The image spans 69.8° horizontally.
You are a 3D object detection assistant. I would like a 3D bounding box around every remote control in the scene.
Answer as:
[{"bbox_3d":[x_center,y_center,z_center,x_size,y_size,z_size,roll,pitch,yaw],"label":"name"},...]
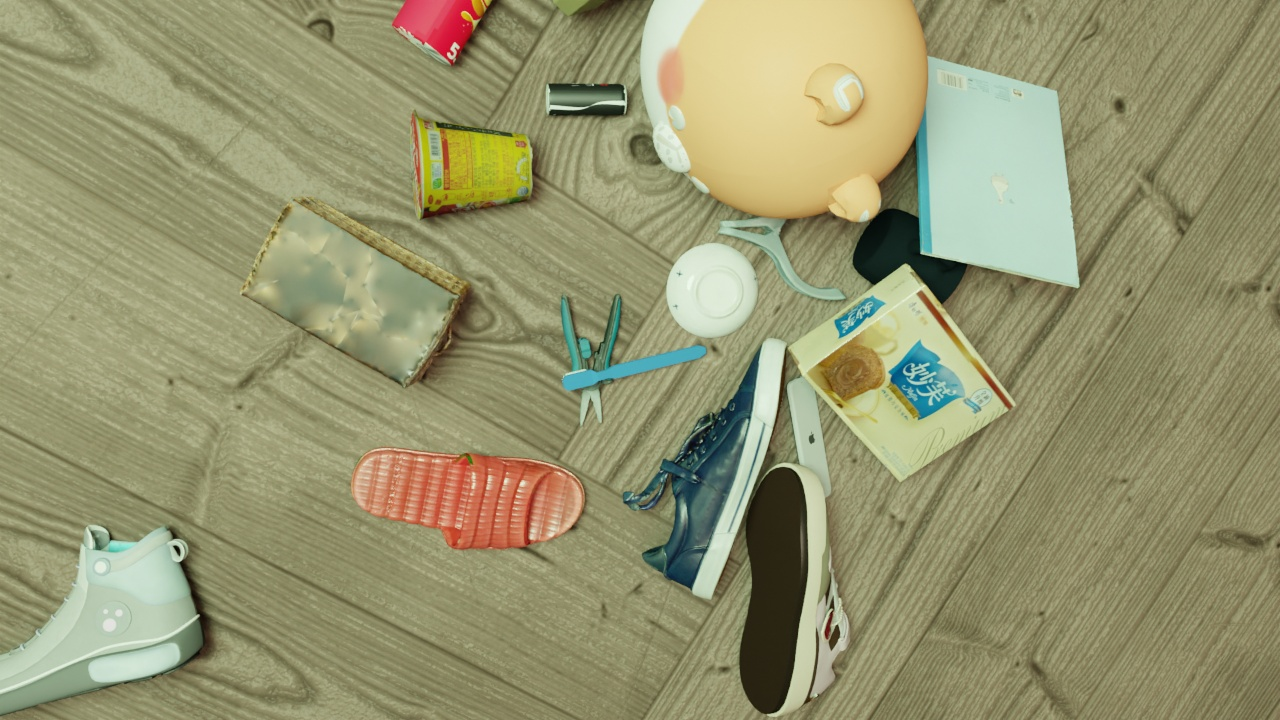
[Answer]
[{"bbox_3d":[0.191,0.090,1.037,0.045,0.008,0.147,-21,104,-43],"label":"remote control"}]

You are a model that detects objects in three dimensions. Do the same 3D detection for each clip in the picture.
[{"bbox_3d":[0.182,-0.117,1.007,0.168,0.031,0.164,-24,100,-4],"label":"clip"}]

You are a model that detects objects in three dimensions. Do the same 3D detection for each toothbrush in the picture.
[{"bbox_3d":[-0.006,0.006,0.992,0.166,0.014,0.016,-14,107,-20],"label":"toothbrush"}]

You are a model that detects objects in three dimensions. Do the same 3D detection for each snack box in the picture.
[{"bbox_3d":[0.282,0.018,0.983,0.153,0.055,0.207,-38,119,16],"label":"snack box"}]

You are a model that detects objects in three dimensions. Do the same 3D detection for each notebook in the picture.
[{"bbox_3d":[0.372,-0.205,0.969,0.181,0.009,0.253,11,66,-12],"label":"notebook"}]

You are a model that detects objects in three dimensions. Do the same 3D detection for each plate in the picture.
[{"bbox_3d":[0.081,-0.075,0.997,0.104,0.026,0.104,-1,98,-9],"label":"plate"}]

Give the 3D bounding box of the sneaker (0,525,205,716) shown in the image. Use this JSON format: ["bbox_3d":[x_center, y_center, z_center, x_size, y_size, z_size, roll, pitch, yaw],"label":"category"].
[{"bbox_3d":[-0.579,0.254,0.916,0.256,0.093,0.160,-11,92,-6],"label":"sneaker"}]

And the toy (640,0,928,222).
[{"bbox_3d":[0.132,-0.255,0.847,0.266,0.280,0.263,-28,138,0],"label":"toy"}]

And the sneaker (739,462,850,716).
[{"bbox_3d":[0.192,0.254,1.031,0.116,0.112,0.294,-4,102,-29],"label":"sneaker"}]

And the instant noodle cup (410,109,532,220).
[{"bbox_3d":[-0.167,-0.189,0.910,0.112,0.100,0.100,-3,99,-18],"label":"instant noodle cup"}]

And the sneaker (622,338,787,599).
[{"bbox_3d":[0.071,0.105,0.996,0.127,0.120,0.295,22,97,11],"label":"sneaker"}]

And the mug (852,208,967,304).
[{"bbox_3d":[0.293,-0.110,0.977,0.094,0.122,0.085,27,89,-11],"label":"mug"}]

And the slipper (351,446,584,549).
[{"bbox_3d":[-0.182,0.148,0.972,0.248,0.059,0.103,8,97,-9],"label":"slipper"}]

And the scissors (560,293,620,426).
[{"bbox_3d":[-0.052,-0.011,0.989,0.119,0.019,0.151,-37,107,-5],"label":"scissors"}]

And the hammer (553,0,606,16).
[{"bbox_3d":[0.055,-0.416,0.770,0.189,0.326,0.101,-30,103,-29],"label":"hammer"}]

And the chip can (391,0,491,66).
[{"bbox_3d":[-0.154,-0.398,0.888,0.069,0.069,0.220,32,93,-12],"label":"chip can"}]

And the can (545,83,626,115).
[{"bbox_3d":[-0.056,-0.268,0.942,0.080,0.031,0.031,-2,99,-9],"label":"can"}]

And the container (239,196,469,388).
[{"bbox_3d":[-0.275,-0.067,0.897,0.198,0.113,0.114,29,93,-11],"label":"container"}]
